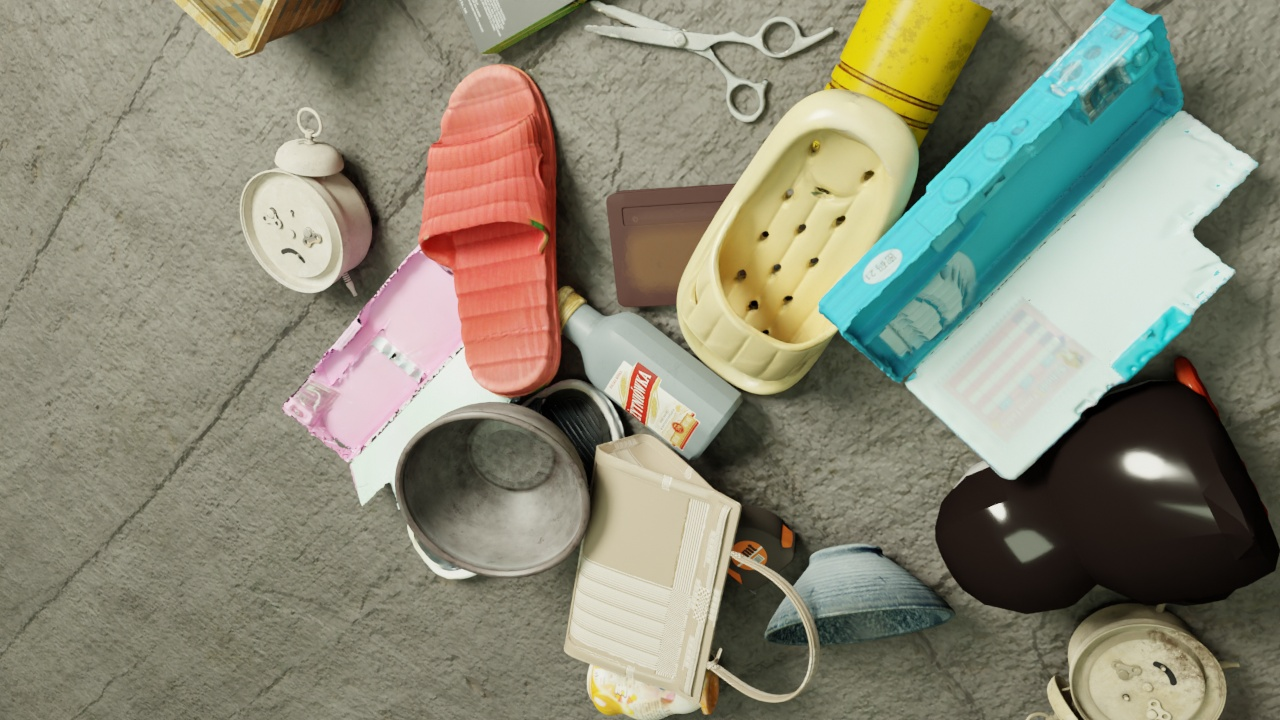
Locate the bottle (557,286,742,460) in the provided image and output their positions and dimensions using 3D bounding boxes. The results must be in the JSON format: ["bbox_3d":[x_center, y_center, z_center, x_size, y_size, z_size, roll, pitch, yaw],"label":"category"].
[{"bbox_3d":[-0.004,0.004,0.698,0.161,0.046,0.072,38,140,6],"label":"bottle"}]

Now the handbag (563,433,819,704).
[{"bbox_3d":[0.042,0.173,0.667,0.198,0.062,0.176,23,112,37],"label":"handbag"}]

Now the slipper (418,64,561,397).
[{"bbox_3d":[-0.112,-0.096,0.674,0.104,0.059,0.248,-4,89,20],"label":"slipper"}]

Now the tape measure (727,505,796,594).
[{"bbox_3d":[0.087,0.144,0.724,0.059,0.038,0.058,36,120,-9],"label":"tape measure"}]

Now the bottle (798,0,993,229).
[{"bbox_3d":[0.143,-0.151,0.572,0.071,0.070,0.164,29,117,10],"label":"bottle"}]

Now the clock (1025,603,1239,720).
[{"bbox_3d":[0.331,0.224,0.641,0.141,0.054,0.093,-42,89,22],"label":"clock"}]

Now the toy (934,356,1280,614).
[{"bbox_3d":[0.274,0.100,0.568,0.184,0.139,0.159,-27,97,29],"label":"toy"}]

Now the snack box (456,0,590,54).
[{"bbox_3d":[-0.065,-0.283,0.636,0.148,0.025,0.080,-18,101,27],"label":"snack box"}]

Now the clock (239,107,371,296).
[{"bbox_3d":[-0.269,-0.132,0.757,0.103,0.061,0.157,22,123,14],"label":"clock"}]

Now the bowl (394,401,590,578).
[{"bbox_3d":[-0.105,0.087,0.695,0.145,0.067,0.145,3,117,6],"label":"bowl"}]

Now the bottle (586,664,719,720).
[{"bbox_3d":[0.011,0.277,0.787,0.109,0.063,0.063,0,109,24],"label":"bottle"}]

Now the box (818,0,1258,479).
[{"bbox_3d":[0.233,-0.066,0.534,0.170,0.085,0.227,40,103,-15],"label":"box"}]

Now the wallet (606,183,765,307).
[{"bbox_3d":[0.035,-0.082,0.674,0.116,0.018,0.091,0,108,21],"label":"wallet"}]

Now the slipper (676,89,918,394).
[{"bbox_3d":[0.082,-0.051,0.580,0.111,0.079,0.262,32,142,6],"label":"slipper"}]

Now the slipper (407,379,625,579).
[{"bbox_3d":[-0.115,0.116,0.784,0.265,0.063,0.111,-35,93,31],"label":"slipper"}]

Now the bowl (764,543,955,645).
[{"bbox_3d":[0.157,0.170,0.680,0.137,0.137,0.057,-20,61,27],"label":"bowl"}]

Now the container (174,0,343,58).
[{"bbox_3d":[-0.262,-0.341,0.604,0.157,0.185,0.251,44,119,3],"label":"container"}]

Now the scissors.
[{"bbox_3d":[0.043,-0.224,0.619,0.161,0.014,0.118,43,120,0],"label":"scissors"}]

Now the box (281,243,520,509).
[{"bbox_3d":[-0.198,0.025,0.787,0.231,0.062,0.160,-41,82,29],"label":"box"}]
